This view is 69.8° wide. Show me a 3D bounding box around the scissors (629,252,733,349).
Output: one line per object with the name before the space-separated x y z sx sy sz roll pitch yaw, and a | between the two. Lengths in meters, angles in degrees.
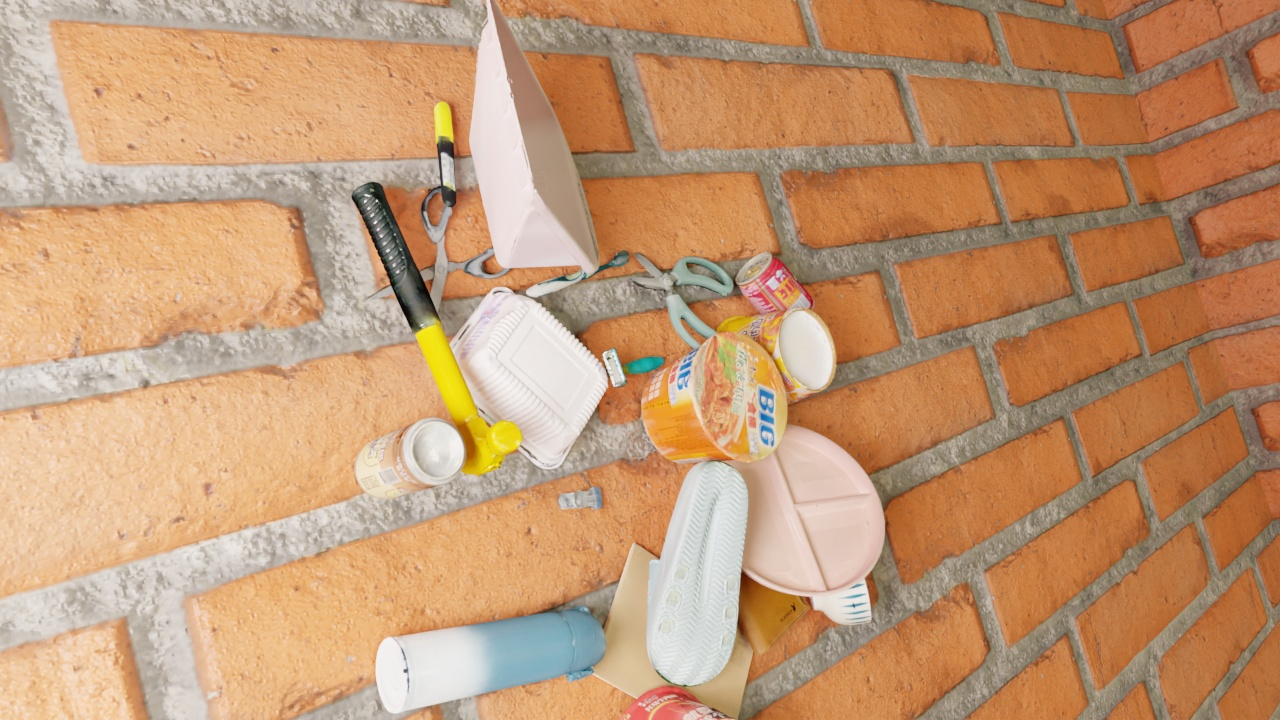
scissors | 0.066 -0.086 1.149 0.170 0.019 0.180 46 44 -2

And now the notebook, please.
notebook | 0.047 0.319 1.025 0.211 0.012 0.149 37 55 -25

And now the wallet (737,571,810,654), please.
wallet | 0.147 0.266 1.109 0.118 0.035 0.130 -28 93 -39

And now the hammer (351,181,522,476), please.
hammer | -0.202 -0.030 0.866 0.032 0.129 0.300 -19 80 -37

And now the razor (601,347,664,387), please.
razor | -0.006 0.006 1.051 0.132 0.028 0.043 -10 76 -65

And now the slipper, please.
slipper | 0.056 0.229 1.004 0.104 0.074 0.245 15 82 -28

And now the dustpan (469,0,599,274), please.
dustpan | -0.088 -0.209 0.940 0.138 0.274 0.222 -8 75 -20

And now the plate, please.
plate | 0.182 0.178 1.105 0.229 0.028 0.229 8 53 -11

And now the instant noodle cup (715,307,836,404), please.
instant noodle cup | 0.173 -0.002 1.162 0.137 0.110 0.138 12 71 -37

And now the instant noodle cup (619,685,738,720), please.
instant noodle cup | 0.053 0.407 0.928 0.137 0.109 0.137 7 78 -34

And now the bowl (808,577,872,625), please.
bowl | 0.242 0.277 1.151 0.066 0.116 0.116 -13 84 3

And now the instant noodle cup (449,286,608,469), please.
instant noodle cup | -0.109 0.014 0.958 0.173 0.060 0.137 44 53 -20

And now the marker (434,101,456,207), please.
marker | -0.206 -0.217 0.967 0.018 0.015 0.124 6 67 -35

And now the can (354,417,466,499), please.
can | -0.206 0.089 0.814 0.058 0.117 0.058 13 69 -36

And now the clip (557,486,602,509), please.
clip | -0.060 0.148 0.983 0.056 0.027 0.024 5 75 -49

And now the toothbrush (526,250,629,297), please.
toothbrush | -0.066 -0.099 1.033 0.016 0.018 0.191 41 35 15

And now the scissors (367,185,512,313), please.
scissors | -0.205 -0.099 0.942 0.180 0.014 0.159 -19 90 -41

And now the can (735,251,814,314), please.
can | 0.178 -0.092 1.223 0.094 0.067 0.066 45 53 -20

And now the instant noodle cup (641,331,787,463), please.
instant noodle cup | 0.079 0.052 1.065 0.151 0.112 0.151 14 68 -36

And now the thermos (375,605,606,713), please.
thermos | -0.131 0.276 0.854 0.220 0.070 0.070 4 74 -39
